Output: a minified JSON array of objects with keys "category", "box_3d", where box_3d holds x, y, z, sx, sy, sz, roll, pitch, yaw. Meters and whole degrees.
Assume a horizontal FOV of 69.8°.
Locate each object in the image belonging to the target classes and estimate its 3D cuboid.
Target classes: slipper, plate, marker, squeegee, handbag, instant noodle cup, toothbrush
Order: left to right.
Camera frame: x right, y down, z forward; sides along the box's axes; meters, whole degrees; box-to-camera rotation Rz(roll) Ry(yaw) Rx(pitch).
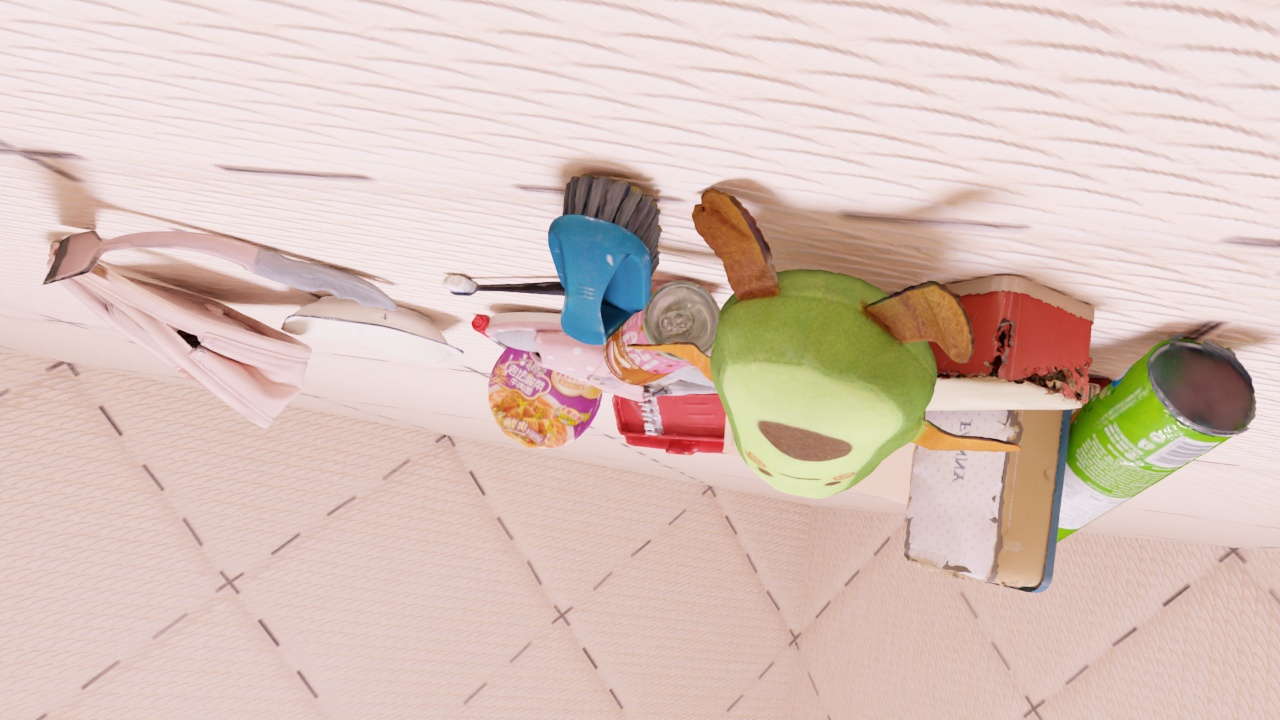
[{"category":"handbag","box_3d":[-0.451,-0.038,0.874,0.193,0.093,0.234,21,166,34]},{"category":"squeegee","box_3d":[-0.309,-0.073,0.712,0.249,0.040,0.248,9,-173,-32]},{"category":"plate","box_3d":[-0.263,-0.033,0.907,0.164,0.034,0.164,14,169,-25]},{"category":"marker","box_3d":[-0.136,-0.020,0.917,0.017,0.017,0.145,7,170,11]},{"category":"toothbrush","box_3d":[-0.074,-0.054,0.672,0.181,0.015,0.018,4,160,31]},{"category":"instant noodle cup","box_3d":[-0.093,0.030,0.928,0.111,0.111,0.099,9,180,-1]},{"category":"slipper","box_3d":[-0.005,0.005,0.828,0.274,0.054,0.114,10,170,-10]}]

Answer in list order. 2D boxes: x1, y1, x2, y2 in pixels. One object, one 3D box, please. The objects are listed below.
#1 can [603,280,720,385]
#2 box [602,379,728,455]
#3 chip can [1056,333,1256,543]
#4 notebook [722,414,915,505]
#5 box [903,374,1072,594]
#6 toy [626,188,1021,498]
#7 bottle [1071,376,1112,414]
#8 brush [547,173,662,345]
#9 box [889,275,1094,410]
[{"category":"can","box_3d":[0.013,-0.017,0.678,0.058,0.058,0.147,11,170,-11]},{"category":"box","box_3d":[0.015,0.055,0.996,0.098,0.119,0.202,-24,-165,-38]},{"category":"chip can","box_3d":[0.317,0.071,0.641,0.072,0.072,0.237,10,150,-4]},{"category":"notebook","box_3d":[0.172,0.054,0.767,0.212,0.012,0.150,15,137,18]},{"category":"box","box_3d":[0.237,0.074,0.630,0.060,0.184,0.090,10,176,-28]},{"category":"toy","box_3d":[0.098,0.013,0.516,0.227,0.089,0.247,20,156,19]},{"category":"bottle","box_3d":[0.270,0.034,0.738,0.206,0.059,0.059,6,170,20]},{"category":"brush","box_3d":[-0.022,-0.046,0.502,0.055,0.073,0.144,16,170,3]},{"category":"box","box_3d":[0.190,0.004,0.582,0.091,0.076,0.169,16,169,-28]}]
